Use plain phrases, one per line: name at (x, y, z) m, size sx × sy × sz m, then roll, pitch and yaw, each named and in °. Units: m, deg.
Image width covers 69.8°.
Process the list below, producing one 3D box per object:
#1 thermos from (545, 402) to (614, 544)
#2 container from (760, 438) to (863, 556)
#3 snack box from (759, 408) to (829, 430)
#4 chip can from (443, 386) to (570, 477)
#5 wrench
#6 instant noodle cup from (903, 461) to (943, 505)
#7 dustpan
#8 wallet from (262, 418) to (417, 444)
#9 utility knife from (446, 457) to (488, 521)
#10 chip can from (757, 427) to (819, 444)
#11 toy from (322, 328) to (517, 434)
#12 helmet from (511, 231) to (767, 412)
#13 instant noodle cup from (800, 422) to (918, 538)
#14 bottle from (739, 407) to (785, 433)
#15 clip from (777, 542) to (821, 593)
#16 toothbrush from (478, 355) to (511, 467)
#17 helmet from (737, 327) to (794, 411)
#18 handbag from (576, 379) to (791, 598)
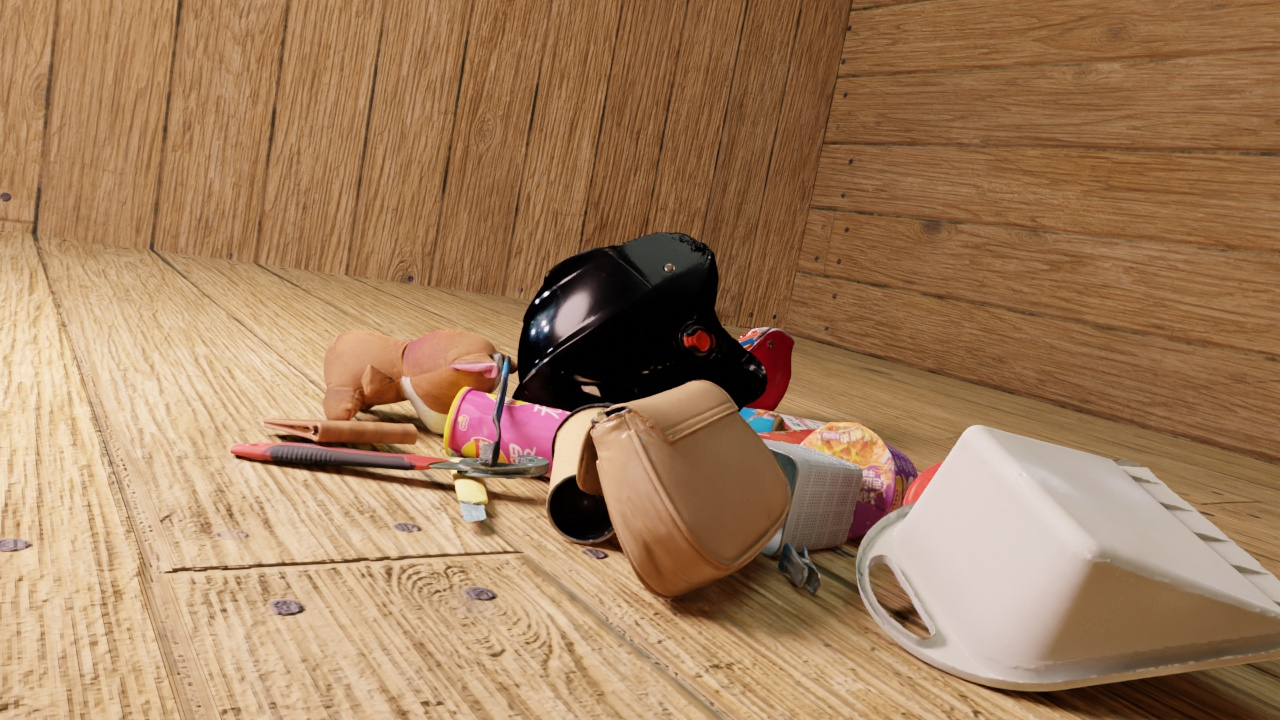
thermos at (-0.039, 0.096, 0.784) m, size 0.093 × 0.093 × 0.143 m, roll 11°, pitch 16°, yaw 2°
container at (0.136, 0.121, 0.838) m, size 0.111 × 0.090 × 0.090 m, roll 7°, pitch 8°, yaw -42°
snack box at (0.229, 0.109, 1.244) m, size 0.127 × 0.044 × 0.113 m, roll 11°, pitch 8°, yaw -7°
chip can at (-0.079, 0.081, 0.892) m, size 0.210 × 0.071 × 0.071 m, roll 12°, pitch 7°, yaw 8°
wrench at (-0.216, 0.087, 0.805) m, size 0.273 × 0.016 × 0.056 m, roll 4°, pitch 4°, yaw -9°
instant noodle cup at (0.318, 0.153, 0.768) m, size 0.194 × 0.066 × 0.193 m, roll -4°, pitch 27°, yaw 2°
dustpan at (0.304, 0.157, 0.680) m, size 0.257 × 0.143 × 0.222 m, roll 19°, pitch 22°, yaw -17°
wallet at (-0.283, 0.064, 0.864) m, size 0.115 × 0.020 × 0.101 m, roll 1°, pitch -5°, yaw 44°
utility knife at (-0.150, 0.108, 0.793) m, size 0.031 × 0.020 × 0.196 m, roll 3°, pitch 2°, yaw -15°
chip can at (0.128, 0.109, 0.943) m, size 0.216 × 0.073 × 0.073 m, roll 1°, pitch 12°, yaw -42°
toy at (-0.235, 0.021, 0.979) m, size 0.199 × 0.130 × 0.140 m, roll -11°, pitch 9°, yaw 1°
helmet at (-0.006, 0.006, 1.003) m, size 0.274 × 0.229 × 0.234 m, roll 33°, pitch -24°, yaw 0°
instant noodle cup at (0.221, 0.122, 0.913) m, size 0.112 × 0.111 × 0.099 m, roll 17°, pitch 1°, yaw 41°
bottle at (0.075, 0.076, 1.189) m, size 0.219 × 0.065 × 0.065 m, roll 14°, pitch 8°, yaw 22°
clip at (0.128, 0.166, 0.730) m, size 0.038 × 0.026 × 0.058 m, roll 17°, pitch 6°, yaw -9°
toothbrush at (-0.134, 0.043, 0.860) m, size 0.016 × 0.014 × 0.189 m, roll -8°, pitch 30°, yaw 2°
helmet at (0.110, 0.026, 1.353) m, size 0.240 × 0.144 × 0.207 m, roll -5°, pitch 4°, yaw -2°
handbag at (0.034, 0.095, 0.705) m, size 0.100 × 0.147 × 0.204 m, roll -33°, pitch -9°, yaw 24°
